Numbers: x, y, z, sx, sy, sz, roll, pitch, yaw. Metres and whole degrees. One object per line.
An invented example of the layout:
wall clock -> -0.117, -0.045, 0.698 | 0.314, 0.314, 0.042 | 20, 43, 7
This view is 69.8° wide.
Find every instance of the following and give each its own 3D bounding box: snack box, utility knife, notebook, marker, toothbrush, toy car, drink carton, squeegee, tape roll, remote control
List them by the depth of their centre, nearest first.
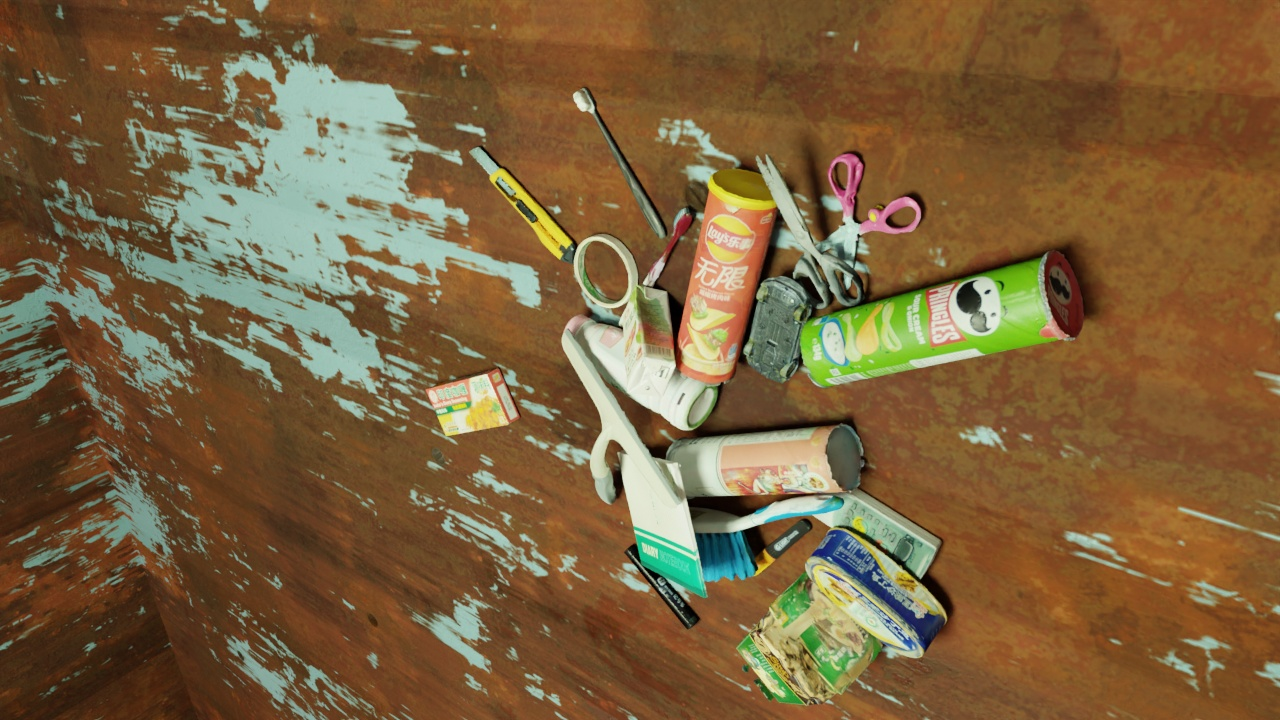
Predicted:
toy car -> 0.139, -0.031, 0.914 | 0.054, 0.036, 0.121 | 32, 139, 27
remote control -> 0.241, 0.172, 0.953 | 0.135, 0.019, 0.056 | 32, 131, 24
toothbrush -> -0.021, -0.209, 0.977 | 0.016, 0.018, 0.181 | -27, 95, 43
drink carton -> 0.010, -0.022, 0.985 | 0.045, 0.122, 0.054 | 11, 131, -13
toothbrush -> 0.013, -0.098, 1.008 | 0.188, 0.016, 0.017 | 122, 146, -45
snack box -> 0.179, 0.319, 1.036 | 0.118, 0.117, 0.106 | 51, 148, 11
tape roll -> -0.040, -0.103, 1.052 | 0.086, 0.013, 0.086 | 21, 125, 33
marker -> 0.157, 0.216, 1.054 | 0.018, 0.015, 0.124 | 44, 133, 8
notebook -> 0.022, 0.183, 1.066 | 0.209, 0.012, 0.150 | 172, 85, -72
utility knife -> -0.142, -0.187, 1.095 | 0.197, 0.015, 0.033 | 47, 132, 11
squeegee -> -0.043, 0.124, 1.099 | 0.246, 0.039, 0.247 | 56, 160, 24
marker -> 0.026, 0.299, 1.211 | 0.132, 0.020, 0.022 | 48, 152, 11
snack box -> -0.241, 0.061, 1.310 | 0.156, 0.026, 0.077 | -13, 102, 44

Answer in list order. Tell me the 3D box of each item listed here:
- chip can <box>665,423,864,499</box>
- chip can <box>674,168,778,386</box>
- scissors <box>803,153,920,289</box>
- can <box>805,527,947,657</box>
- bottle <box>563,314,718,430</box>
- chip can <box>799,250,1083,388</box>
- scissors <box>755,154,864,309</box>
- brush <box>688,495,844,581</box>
chip can -> 0.128, 0.109, 0.981 | 0.215, 0.071, 0.071 | -11, 105, 43
chip can -> 0.084, -0.079, 0.916 | 0.073, 0.073, 0.217 | 30, 131, 26
scissors -> 0.190, -0.128, 0.836 | 0.134, 0.017, 0.124 | -29, 95, 50
can -> 0.242, 0.240, 0.951 | 0.148, 0.049, 0.075 | 40, 151, 12
bottle -> -0.006, 0.006, 1.047 | 0.197, 0.068, 0.068 | 31, 130, 29
chip can -> 0.251, -0.029, 0.797 | 0.237, 0.072, 0.072 | -16, 102, 45
scissors -> 0.142, -0.112, 0.844 | 0.173, 0.014, 0.141 | 35, 150, -1
brush -> 0.114, 0.197, 1.035 | 0.315, 0.060, 0.109 | -5, 103, 51
